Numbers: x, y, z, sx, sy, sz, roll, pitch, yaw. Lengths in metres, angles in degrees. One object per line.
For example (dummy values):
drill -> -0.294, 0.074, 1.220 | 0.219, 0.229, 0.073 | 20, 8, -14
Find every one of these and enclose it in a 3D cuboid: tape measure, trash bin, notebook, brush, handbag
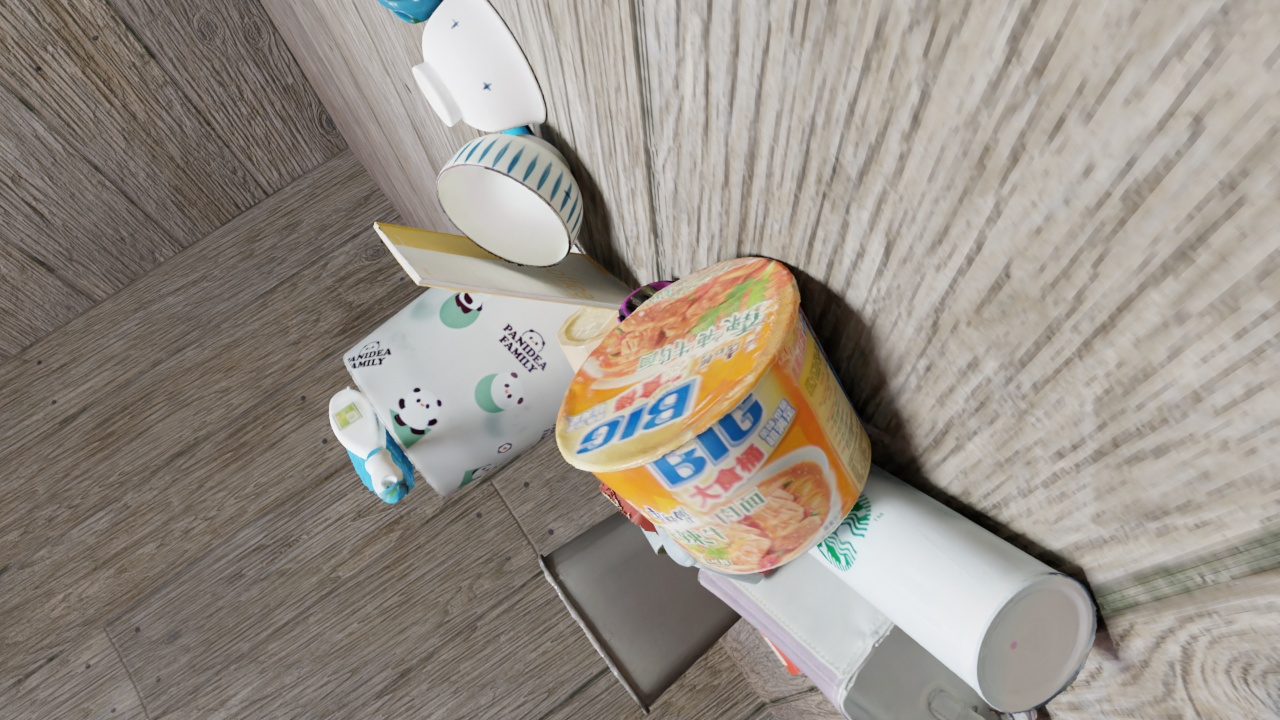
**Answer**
tape measure -> 0.014, -0.031, 0.651 | 0.058, 0.057, 0.039 | 23, 144, 46
trash bin -> -0.156, 0.000, 0.977 | 0.229, 0.251, 0.230 | 52, 169, 14
notebook -> -0.107, -0.078, 0.776 | 0.146, 0.206, 0.010 | 42, 121, 52
brush -> -0.256, 0.097, 0.899 | 0.314, 0.060, 0.109 | 35, 154, 54
trash bin -> 0.025, 0.251, 1.066 | 0.198, 0.219, 0.199 | 56, 170, -1
brush -> -0.195, -0.305, 0.714 | 0.144, 0.055, 0.073 | 47, 167, 35
handbag -> 0.147, 0.180, 0.612 | 0.145, 0.098, 0.197 | 44, 173, -21

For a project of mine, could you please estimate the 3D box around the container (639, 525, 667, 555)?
container -> 0.033, 0.112, 0.878 | 0.090, 0.090, 0.111 | 6, -142, -50

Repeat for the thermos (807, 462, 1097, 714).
thermos -> 0.130, 0.096, 0.496 | 0.073, 0.073, 0.224 | 59, 169, -24

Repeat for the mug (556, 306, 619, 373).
mug -> -0.005, 0.005, 0.828 | 0.125, 0.084, 0.103 | 6, 134, 44

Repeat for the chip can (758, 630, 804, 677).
chip can -> 0.118, 0.218, 0.946 | 0.216, 0.073, 0.073 | 54, 170, 6

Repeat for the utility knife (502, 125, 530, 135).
utility knife -> -0.143, -0.250, 0.768 | 0.185, 0.018, 0.034 | 57, 170, -8

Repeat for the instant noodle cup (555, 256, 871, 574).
instant noodle cup -> 0.046, 0.035, 0.496 | 0.111, 0.151, 0.151 | 50, 173, -26

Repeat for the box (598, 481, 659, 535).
box -> 0.052, 0.129, 0.753 | 0.168, 0.077, 0.091 | 29, 180, -23

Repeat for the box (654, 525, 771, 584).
box -> 0.024, 0.071, 0.644 | 0.086, 0.048, 0.201 | 18, -151, -35

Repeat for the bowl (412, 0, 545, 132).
bowl -> -0.131, -0.215, 0.691 | 0.118, 0.064, 0.118 | 53, 169, 14

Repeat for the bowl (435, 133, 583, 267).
bowl -> -0.095, -0.135, 0.726 | 0.116, 0.066, 0.117 | 20, 153, 10
